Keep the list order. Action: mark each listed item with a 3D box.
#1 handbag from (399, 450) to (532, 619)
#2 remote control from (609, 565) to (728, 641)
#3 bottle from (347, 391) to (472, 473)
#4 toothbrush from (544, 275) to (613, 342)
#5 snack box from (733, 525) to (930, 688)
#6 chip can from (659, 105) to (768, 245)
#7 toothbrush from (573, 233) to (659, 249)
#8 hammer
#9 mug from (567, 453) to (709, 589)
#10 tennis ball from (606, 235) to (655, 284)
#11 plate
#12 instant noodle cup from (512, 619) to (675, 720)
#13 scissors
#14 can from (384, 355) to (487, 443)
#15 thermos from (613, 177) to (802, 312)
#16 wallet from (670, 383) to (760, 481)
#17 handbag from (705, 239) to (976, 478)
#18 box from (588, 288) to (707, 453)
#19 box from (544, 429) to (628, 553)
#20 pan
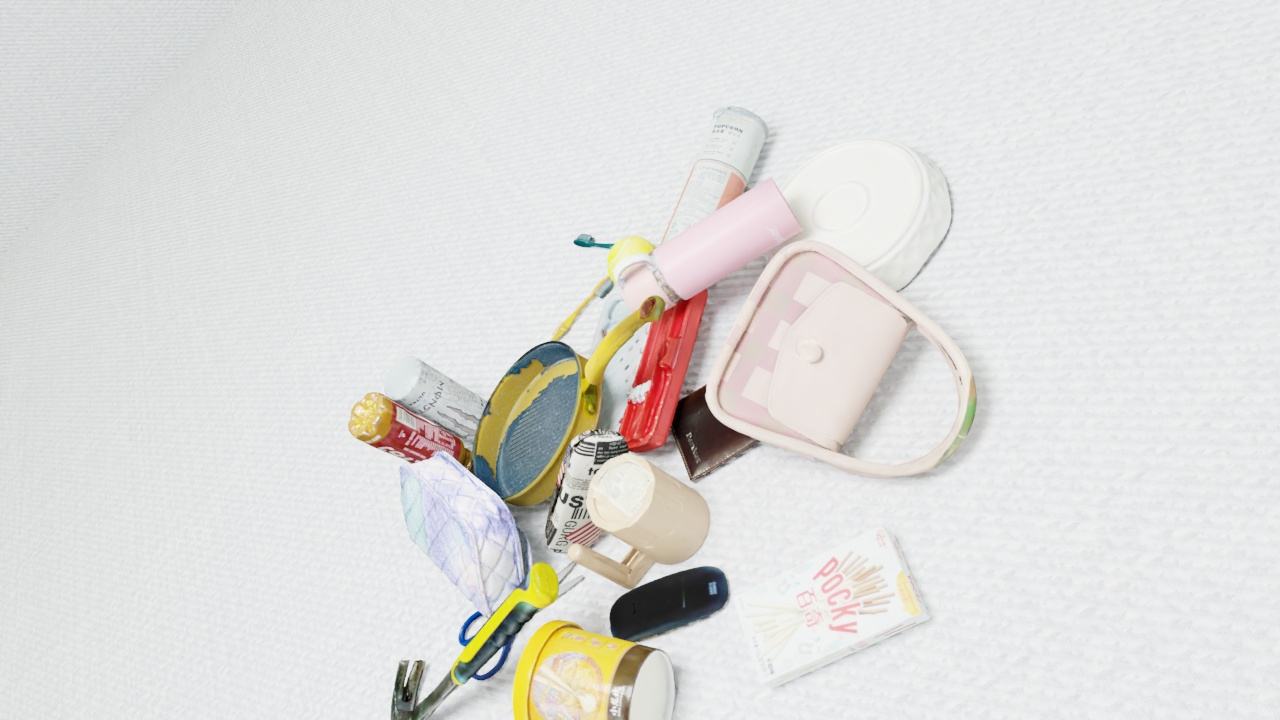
[{"bbox_3d":[-0.193,0.190,1.014,0.075,0.134,0.194,-19,30,-31],"label":"handbag"},{"bbox_3d":[0.022,0.237,0.896,0.137,0.024,0.053,-26,53,22],"label":"remote control"},{"bbox_3d":[-0.262,0.097,1.087,0.058,0.175,0.057,-19,54,27],"label":"bottle"},{"bbox_3d":[-0.100,-0.033,1.155,0.191,0.016,0.018,-47,55,3],"label":"toothbrush"},{"bbox_3d":[0.163,0.216,0.803,0.157,0.027,0.084,-32,49,19],"label":"snack box"},{"bbox_3d":[0.081,-0.188,1.073,0.071,0.071,0.214,10,71,40],"label":"chip can"},{"bbox_3d":[-0.015,-0.146,1.159,0.192,0.016,0.018,11,61,41],"label":"toothbrush"},{"bbox_3d":[-0.177,0.305,0.930,0.324,0.031,0.126,-50,41,30],"label":"hammer"},{"bbox_3d":[-0.005,0.162,0.907,0.124,0.103,0.084,-50,46,0],"label":"mug"},{"bbox_3d":[-0.008,-0.116,1.101,0.066,0.065,0.065,-18,55,27],"label":"tennis ball"},{"bbox_3d":[0.218,-0.151,0.968,0.205,0.045,0.204,-18,56,28],"label":"plate"},{"bbox_3d":[-0.038,0.306,0.844,0.115,0.118,0.118,-1,64,27],"label":"instant noodle cup"},{"bbox_3d":[-0.135,0.271,1.003,0.133,0.012,0.172,19,75,42],"label":"scissors"},{"bbox_3d":[-0.240,0.050,1.118,0.058,0.146,0.058,-18,54,27],"label":"can"},{"bbox_3d":[0.065,-0.119,0.965,0.199,0.087,0.067,-29,52,14],"label":"thermos"},{"bbox_3d":[0.088,0.060,0.958,0.122,0.020,0.096,-33,49,19],"label":"wallet"},{"bbox_3d":[0.193,0.015,0.850,0.234,0.093,0.193,30,93,24],"label":"handbag"},{"bbox_3d":[-0.004,0.008,1.036,0.161,0.058,0.200,-7,59,46],"label":"box"},{"bbox_3d":[-0.056,0.139,0.941,0.052,0.068,0.165,44,133,37],"label":"box"},{"bbox_3d":[-0.079,0.032,1.003,0.359,0.078,0.197,-31,44,36],"label":"pan"}]
